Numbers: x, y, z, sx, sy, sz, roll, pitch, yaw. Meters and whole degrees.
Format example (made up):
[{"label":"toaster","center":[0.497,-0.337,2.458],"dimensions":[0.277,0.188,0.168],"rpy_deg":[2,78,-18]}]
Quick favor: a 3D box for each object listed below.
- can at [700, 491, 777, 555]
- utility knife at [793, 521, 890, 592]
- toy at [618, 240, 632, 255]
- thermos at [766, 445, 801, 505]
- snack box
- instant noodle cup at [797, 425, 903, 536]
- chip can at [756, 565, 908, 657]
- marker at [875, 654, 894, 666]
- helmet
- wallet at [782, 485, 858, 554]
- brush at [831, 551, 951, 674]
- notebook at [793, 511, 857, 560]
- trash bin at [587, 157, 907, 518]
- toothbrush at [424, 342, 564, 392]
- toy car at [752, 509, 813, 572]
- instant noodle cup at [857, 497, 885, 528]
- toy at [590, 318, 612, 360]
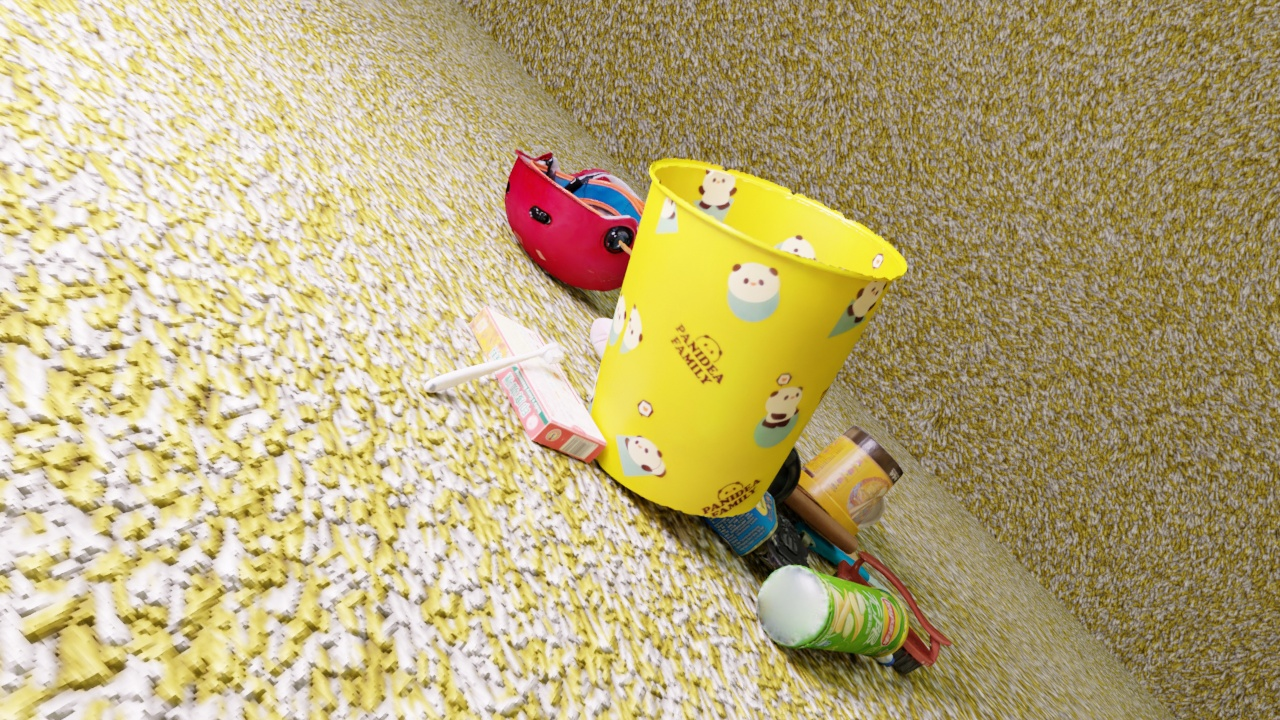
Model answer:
[{"label":"can","center":[0.092,0.142,0.938],"dimensions":[0.083,0.057,0.102],"rpy_deg":[46,13,-5]},{"label":"utility knife","center":[0.267,0.262,1.178],"dimensions":[0.218,0.018,0.034],"rpy_deg":[36,14,-29]},{"label":"toy","center":[0.036,-0.046,1.096],"dimensions":[0.227,0.090,0.247],"rpy_deg":[66,-15,-5]},{"label":"thermos","center":[0.136,0.116,1.094],"dimensions":[0.093,0.093,0.143],"rpy_deg":[43,6,-7]},{"label":"snack box","center":[-0.092,0.019,0.813],"dimensions":[0.077,0.027,0.155],"rpy_deg":[29,20,-48]},{"label":"instant noodle cup","center":[0.283,0.159,1.246],"dimensions":[0.118,0.114,0.118],"rpy_deg":[45,-1,1]},{"label":"chip can","center":[0.187,0.243,0.875],"dimensions":[0.221,0.073,0.072],"rpy_deg":[28,21,-51]},{"label":"marker","center":[0.219,0.277,0.990],"dimensions":[0.146,0.017,0.017],"rpy_deg":[44,13,-2]},{"label":"helmet","center":[-0.084,-0.171,1.190],"dimensions":[0.239,0.144,0.207],"rpy_deg":[7,28,-48]},{"label":"wallet","center":[0.202,0.183,1.158],"dimensions":[0.130,0.035,0.119],"rpy_deg":[40,3,-19]},{"label":"brush","center":[0.279,0.285,1.033],"dimensions":[0.146,0.069,0.063],"rpy_deg":[46,14,7]},{"label":"notebook","center":[0.222,0.194,1.282],"dimensions":[0.207,0.008,0.147],"rpy_deg":[43,13,-10]},{"label":"trash bin","center":[0.074,-0.017,0.817],"dimensions":[0.229,0.256,0.229],"rpy_deg":[18,24,-9]},{"label":"toothbrush","center":[-0.113,0.007,0.739],"dimensions":[0.016,0.016,0.179],"rpy_deg":[46,26,13]},{"label":"toy car","center":[0.145,0.194,0.963],"dimensions":[0.070,0.042,0.158],"rpy_deg":[44,12,-2]},{"label":"instant noodle cup","center":[0.312,0.192,1.365],"dimensions":[0.099,0.099,0.109],"rpy_deg":[40,15,-21]},{"label":"toy","center":[-0.006,0.006,1.065],"dimensions":[0.121,0.054,0.159],"rpy_deg":[49,1,18]}]
